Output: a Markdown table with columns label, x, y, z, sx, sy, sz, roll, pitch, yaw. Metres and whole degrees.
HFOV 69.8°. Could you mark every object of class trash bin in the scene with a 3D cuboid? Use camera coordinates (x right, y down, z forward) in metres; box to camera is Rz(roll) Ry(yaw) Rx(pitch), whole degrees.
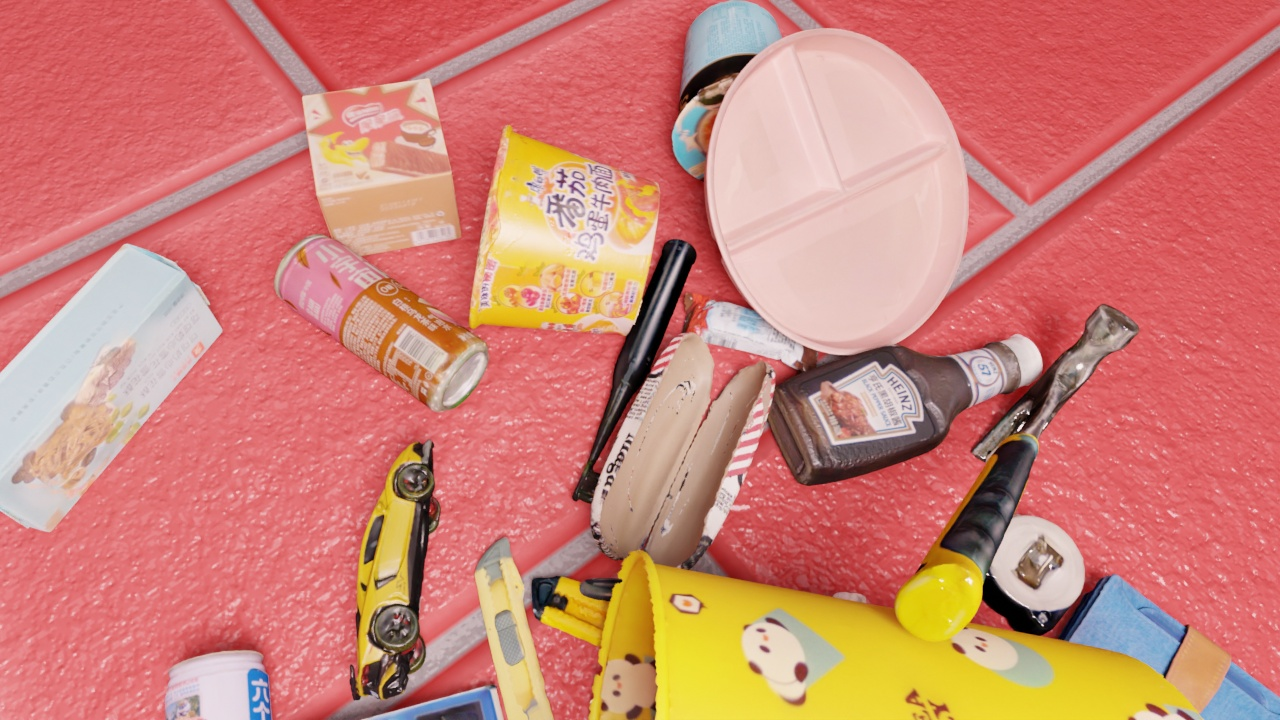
| label | x | y | z | sx | sy | sz | roll | pitch | yaw |
| --- | --- | --- | --- | --- | --- | --- | --- | --- | --- |
| trash bin | 0.108 | 0.219 | 0.434 | 0.255 | 0.230 | 0.229 | 8 | 61 | -7 |

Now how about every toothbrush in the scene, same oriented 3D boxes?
| label | x | y | z | sx | sy | sz | roll | pitch | yaw |
| --- | --- | --- | --- | --- | --- | --- | --- | --- | --- |
| toothbrush | 0.052 | 0.146 | 0.568 | 0.181 | 0.018 | 0.015 | 5 | 53 | -5 |
| toothbrush | -0.004 | 0.004 | 0.640 | 0.027 | 0.026 | 0.212 | 15 | 62 | 12 |

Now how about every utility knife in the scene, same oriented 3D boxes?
| label | x | y | z | sx | sy | sz | roll | pitch | yaw |
| --- | --- | --- | --- | --- | --- | --- | --- | --- | --- |
| utility knife | -0.069 | 0.187 | 0.546 | 0.031 | 0.018 | 0.167 | -24 | 69 | 8 |
| utility knife | 0.027 | 0.178 | 0.556 | 0.209 | 0.015 | 0.033 | 21 | 62 | 7 |

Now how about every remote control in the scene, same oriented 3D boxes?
| label | x | y | z | sx | sy | sz | roll | pitch | yaw |
| --- | --- | --- | --- | --- | --- | --- | --- | --- | --- |
| remote control | -0.134 | 0.220 | 0.507 | 0.124 | 0.024 | 0.049 | -8 | 62 | -22 |

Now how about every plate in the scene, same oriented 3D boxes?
| label | x | y | z | sx | sy | sz | roll | pitch | yaw |
| --- | --- | --- | --- | --- | --- | --- | --- | --- | --- |
| plate | 0.141 | -0.118 | 0.655 | 0.229 | 0.028 | 0.229 | 1 | 89 | -27 |

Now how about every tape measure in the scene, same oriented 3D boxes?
| label | x | y | z | sx | sy | sz | roll | pitch | yaw |
| --- | --- | --- | --- | --- | --- | --- | --- | --- | --- |
| tape measure | 0.246 | 0.133 | 0.588 | 0.066 | 0.034 | 0.065 | 42 | 67 | 15 |

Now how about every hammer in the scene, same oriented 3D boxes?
| label | x | y | z | sx | sy | sz | roll | pitch | yaw |
| --- | --- | --- | --- | --- | --- | --- | --- | --- | --- |
| hammer | 0.208 | 0.061 | 0.515 | 0.032 | 0.126 | 0.322 | 39 | 35 | 16 |

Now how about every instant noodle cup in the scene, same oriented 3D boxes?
| label | x | y | z | sx | sy | sz | roll | pitch | yaw |
| --- | --- | --- | --- | --- | --- | --- | --- | --- | --- |
| instant noodle cup | 0.078 | -0.218 | 0.726 | 0.111 | 0.111 | 0.120 | 1 | 56 | -4 |
| instant noodle cup | -0.051 | -0.079 | 0.626 | 0.110 | 0.138 | 0.137 | 11 | 61 | -8 |

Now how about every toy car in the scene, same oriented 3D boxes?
| label | x | y | z | sx | sy | sz | roll | pitch | yaw |
| --- | --- | --- | --- | --- | --- | --- | --- | --- | --- |
| toy car | -0.143 | 0.120 | 0.542 | 0.041 | 0.071 | 0.155 | 5 | 59 | -7 |

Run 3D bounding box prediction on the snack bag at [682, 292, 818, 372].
| label | x | y | z | sx | sy | sz | roll | pitch | yaw |
| --- | --- | --- | --- | --- | --- | --- | --- | --- | --- |
| snack bag | 0.079 | -0.021 | 0.660 | 0.105 | 0.026 | 0.045 | 15 | 54 | 2 |

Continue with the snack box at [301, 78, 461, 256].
| label | x | y | z | sx | sy | sz | roll | pitch | yaw |
| --- | --- | --- | --- | --- | --- | --- | --- | --- | --- |
| snack box | -0.188 | -0.140 | 0.672 | 0.092 | 0.077 | 0.094 | -12 | 63 | -10 |

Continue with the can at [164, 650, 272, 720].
| label | x | y | z | sx | sy | sz | roll | pitch | yaw |
| --- | --- | --- | --- | --- | --- | --- | --- | --- | --- |
| can | -0.222 | 0.228 | 0.488 | 0.053 | 0.053 | 0.134 | -11 | 63 | -10 |

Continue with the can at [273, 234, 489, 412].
| label | x | y | z | sx | sy | sz | roll | pitch | yaw |
| --- | --- | --- | --- | --- | --- | --- | --- | --- | --- |
| can | -0.175 | -0.026 | 0.624 | 0.147 | 0.058 | 0.057 | 34 | 64 | 13 |

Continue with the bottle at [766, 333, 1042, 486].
| label | x | y | z | sx | sy | sz | roll | pitch | yaw |
| --- | --- | --- | --- | --- | --- | --- | --- | --- | --- |
| bottle | 0.187 | 0.025 | 0.635 | 0.194 | 0.044 | 0.079 | -16 | 65 | -14 |

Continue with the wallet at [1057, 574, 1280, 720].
| label | x | y | z | sx | sy | sz | roll | pitch | yaw |
| --- | --- | --- | --- | --- | --- | --- | --- | --- | --- |
| wallet | 0.313 | 0.210 | 0.552 | 0.133 | 0.040 | 0.106 | 39 | 70 | 15 |

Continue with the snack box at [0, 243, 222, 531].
| label | x | y | z | sx | sy | sz | roll | pitch | yaw |
| --- | --- | --- | --- | --- | --- | --- | --- | --- | --- |
| snack box | -0.347 | 0.016 | 0.578 | 0.051 | 0.074 | 0.174 | 26 | 63 | 9 |

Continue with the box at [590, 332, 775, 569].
| label | x | y | z | sx | sy | sz | roll | pitch | yaw |
| --- | --- | --- | --- | --- | --- | --- | --- | --- | --- |
| box | 0.020 | 0.055 | 0.589 | 0.088 | 0.076 | 0.162 | 32 | 64 | -14 |
